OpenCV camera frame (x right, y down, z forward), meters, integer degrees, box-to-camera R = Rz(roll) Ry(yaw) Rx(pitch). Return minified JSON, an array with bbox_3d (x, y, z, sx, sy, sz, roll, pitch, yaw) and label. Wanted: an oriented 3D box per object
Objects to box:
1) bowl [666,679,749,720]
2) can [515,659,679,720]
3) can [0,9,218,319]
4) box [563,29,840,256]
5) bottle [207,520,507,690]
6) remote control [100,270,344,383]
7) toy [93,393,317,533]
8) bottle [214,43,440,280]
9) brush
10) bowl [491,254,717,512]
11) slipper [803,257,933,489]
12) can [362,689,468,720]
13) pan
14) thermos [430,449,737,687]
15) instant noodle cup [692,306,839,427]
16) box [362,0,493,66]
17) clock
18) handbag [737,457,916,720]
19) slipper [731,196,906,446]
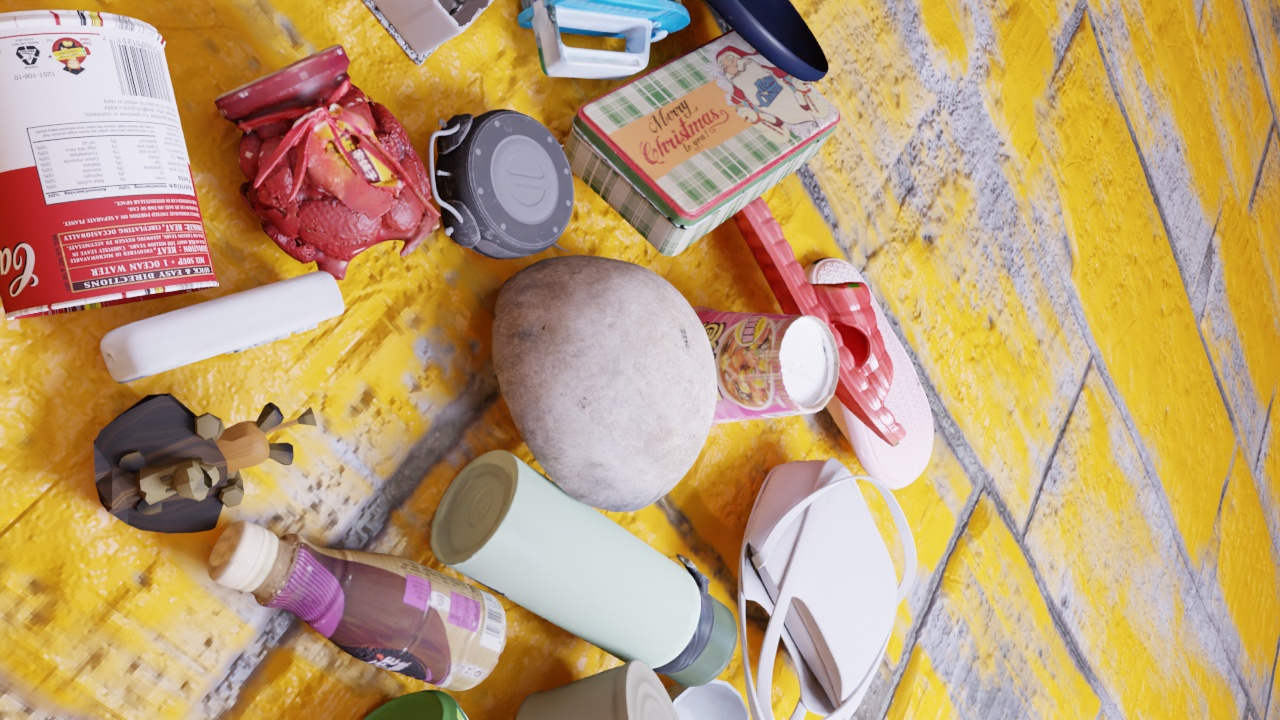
[{"bbox_3d":[0.033,0.285,0.676,0.106,0.039,0.106,2,87,-42],"label":"bowl"},{"bbox_3d":[-0.016,0.257,0.565,0.127,0.073,0.128,-22,89,-81],"label":"can"},{"bbox_3d":[-0.246,-0.083,0.407,0.086,0.087,0.116,-16,100,-41],"label":"can"},{"bbox_3d":[0.050,-0.165,0.667,0.117,0.051,0.204,45,54,12],"label":"box"},{"bbox_3d":[-0.151,0.132,0.502,0.166,0.060,0.059,35,66,-36],"label":"bottle"},{"bbox_3d":[-0.205,-0.018,0.459,0.114,0.060,0.028,-25,102,-44],"label":"remote control"},{"bbox_3d":[-0.209,0.046,0.448,0.100,0.062,0.076,-18,119,-23],"label":"toy"},{"bbox_3d":[-0.160,-0.099,0.479,0.098,0.099,0.111,-42,120,-35],"label":"bottle"},{"bbox_3d":[-0.016,-0.236,0.640,0.135,0.055,0.075,-13,92,-42],"label":"brush"},{"bbox_3d":[-0.003,0.003,0.591,0.178,0.081,0.178,29,49,-41],"label":"bowl"},{"bbox_3d":[0.197,0.013,0.825,0.106,0.056,0.221,-27,96,-39],"label":"slipper"},{"bbox_3d":[-0.108,0.267,0.520,0.082,0.083,0.144,-42,115,-35],"label":"can"},{"bbox_3d":[0.021,-0.285,0.613,0.355,0.021,0.198,4,53,-55],"label":"pan"},{"bbox_3d":[-0.024,0.143,0.605,0.231,0.082,0.082,40,63,-33],"label":"thermos"},{"bbox_3d":[0.085,0.004,0.688,0.097,0.109,0.097,2,87,-43],"label":"instant noodle cup"},{"bbox_3d":[-0.169,-0.361,0.479,0.368,0.099,0.165,53,56,-35],"label":"box"},{"bbox_3d":[-0.090,-0.109,0.575,0.122,0.044,0.091,-1,86,-48],"label":"clock"},{"bbox_3d":[0.141,0.204,0.713,0.216,0.096,0.221,62,38,-21],"label":"handbag"},{"bbox_3d":[0.147,-0.047,0.728,0.059,0.103,0.249,-32,93,2],"label":"slipper"}]
